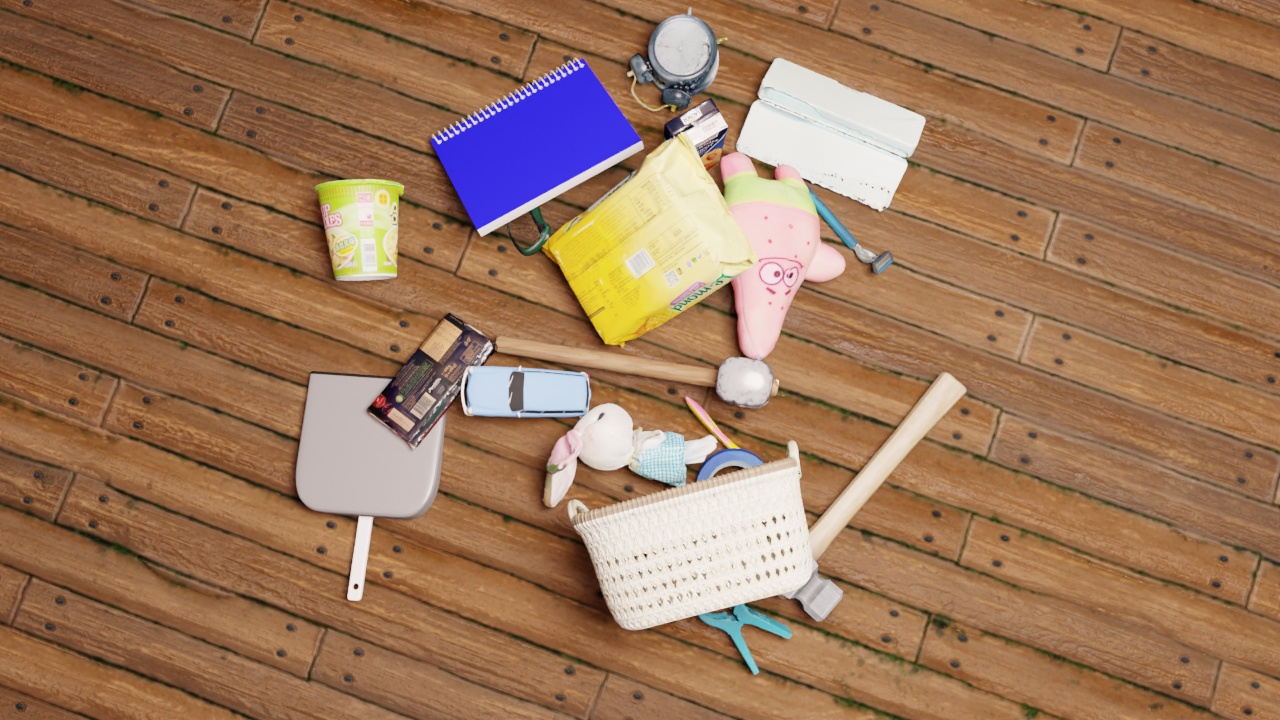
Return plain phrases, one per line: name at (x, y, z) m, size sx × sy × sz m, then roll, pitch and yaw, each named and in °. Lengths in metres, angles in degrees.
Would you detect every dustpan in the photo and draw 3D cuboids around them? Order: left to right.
dustpan at (-0.317, 0.146, 1.065) m, size 0.163 × 0.033 × 0.257 m, roll 4°, pitch 75°, yaw 1°

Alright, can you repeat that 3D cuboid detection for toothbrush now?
toothbrush at (0.099, 0.092, 1.070) m, size 0.135 × 0.021 × 0.016 m, roll 44°, pitch 83°, yaw 1°

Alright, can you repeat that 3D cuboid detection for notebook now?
notebook at (-0.126, -0.255, 1.072) m, size 0.209 × 0.022 × 0.171 m, roll -29°, pitch 60°, yaw -2°

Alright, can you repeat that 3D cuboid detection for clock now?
clock at (0.041, -0.354, 1.100) m, size 0.090 × 0.052 × 0.129 m, roll 39°, pitch 90°, yaw 4°

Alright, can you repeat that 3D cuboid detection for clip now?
clip at (0.097, 0.303, 1.036) m, size 0.113 × 0.028 × 0.127 m, roll -38°, pitch 98°, yaw -7°

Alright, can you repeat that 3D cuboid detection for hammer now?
hammer at (-0.006, 0.006, 1.054) m, size 0.328 × 0.098 × 0.052 m, roll 9°, pitch 87°, yaw 8°
hammer at (0.258, 0.142, 1.052) m, size 0.117 × 0.051 × 0.322 m, roll 42°, pitch 83°, yaw 7°

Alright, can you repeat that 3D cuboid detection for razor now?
razor at (0.239, -0.159, 1.095) m, size 0.144 × 0.022 × 0.042 m, roll 46°, pitch 49°, yaw 8°

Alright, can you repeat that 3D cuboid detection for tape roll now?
tape roll at (0.108, 0.149, 1.056) m, size 0.091 × 0.016 × 0.093 m, roll -39°, pitch 93°, yaw 6°

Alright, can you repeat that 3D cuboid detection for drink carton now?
drink carton at (0.060, -0.246, 1.048) m, size 0.064 × 0.130 × 0.040 m, roll -30°, pitch 84°, yaw -3°

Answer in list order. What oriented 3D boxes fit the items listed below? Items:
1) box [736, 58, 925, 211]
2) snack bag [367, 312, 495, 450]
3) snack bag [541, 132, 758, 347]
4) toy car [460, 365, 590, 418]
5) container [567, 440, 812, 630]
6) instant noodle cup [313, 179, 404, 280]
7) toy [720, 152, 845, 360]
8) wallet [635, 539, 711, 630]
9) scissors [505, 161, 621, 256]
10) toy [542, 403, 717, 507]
box at (0.227, -0.273, 1.096) m, size 0.197 × 0.075 × 0.126 m, roll 25°, pitch 105°, yaw 6°
snack bag at (-0.242, 0.020, 1.069) m, size 0.074 × 0.018 × 0.155 m, roll 36°, pitch 77°, yaw 8°
snack bag at (0.002, -0.118, 1.003) m, size 0.068 × 0.248 × 0.159 m, roll -35°, pitch 92°, yaw -47°
toy car at (-0.126, 0.036, 1.043) m, size 0.153 × 0.055 × 0.056 m, roll 3°, pitch 83°, yaw -25°
container at (0.060, 0.183, 0.951) m, size 0.246 × 0.184 × 0.142 m, roll -16°, pitch 80°, yaw 5°
instant noodle cup at (-0.323, -0.149, 1.064) m, size 0.099 × 0.099 × 0.108 m, roll -3°, pitch 92°, yaw 0°
toy at (0.142, -0.117, 1.049) m, size 0.192 × 0.097 × 0.236 m, roll 6°, pitch 87°, yaw -20°
wallet at (0.028, 0.236, 1.052) m, size 0.120 × 0.031 × 0.099 m, roll -28°, pitch 88°, yaw -4°
scissors at (-0.110, -0.201, 1.058) m, size 0.202 × 0.015 × 0.203 m, roll 0°, pitch 63°, yaw 17°
toy at (-0.012, 0.092, 1.038) m, size 0.205 × 0.131 × 0.105 m, roll -5°, pitch 65°, yaw -11°
